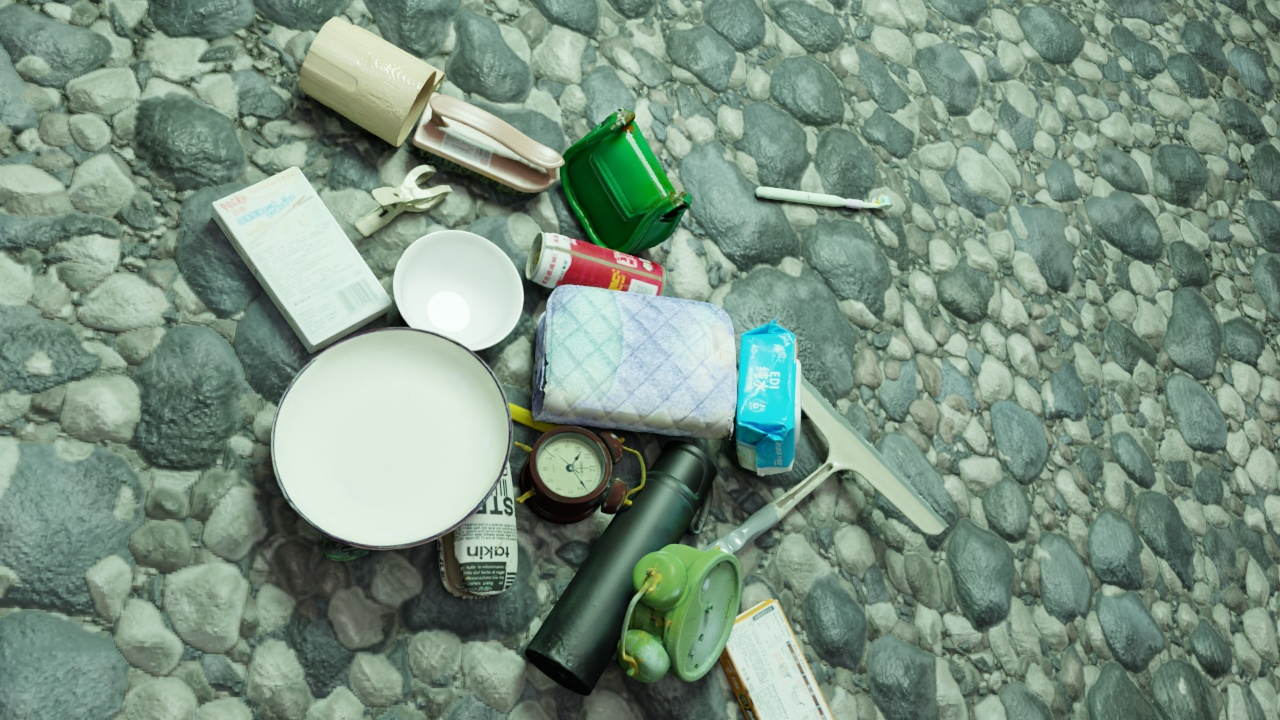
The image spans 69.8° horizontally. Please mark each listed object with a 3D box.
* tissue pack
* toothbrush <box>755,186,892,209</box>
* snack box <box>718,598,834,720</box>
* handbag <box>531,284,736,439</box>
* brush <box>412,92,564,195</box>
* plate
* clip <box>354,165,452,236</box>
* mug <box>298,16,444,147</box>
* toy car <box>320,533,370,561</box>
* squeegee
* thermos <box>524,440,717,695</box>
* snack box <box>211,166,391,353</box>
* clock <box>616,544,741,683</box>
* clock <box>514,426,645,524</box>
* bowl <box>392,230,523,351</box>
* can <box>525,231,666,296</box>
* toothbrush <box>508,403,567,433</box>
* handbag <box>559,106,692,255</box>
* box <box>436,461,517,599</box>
[{"bbox_3d":[0.130,0.039,0.926,0.063,0.090,0.139,1,54,10],"label":"tissue pack"},{"bbox_3d":[0.223,-0.198,1.115,0.189,0.029,0.020,0,112,-23],"label":"toothbrush"},{"bbox_3d":[0.131,0.316,0.881,0.075,0.026,0.153,-21,81,-29],"label":"snack box"},{"bbox_3d":[-0.005,0.005,0.891,0.193,0.076,0.134,7,62,-13],"label":"handbag"},{"bbox_3d":[-0.150,-0.213,0.919,0.145,0.073,0.063,22,63,-18],"label":"brush"},{"bbox_3d":[-0.203,0.065,0.762,0.192,0.039,0.192,3,65,-6],"label":"plate"},{"bbox_3d":[-0.227,-0.156,0.884,0.034,0.060,0.096,50,48,-2],"label":"clip"},{"bbox_3d":[-0.258,-0.280,0.897,0.103,0.084,0.124,28,38,-12],"label":"mug"},{"bbox_3d":[-0.250,0.124,0.770,0.043,0.036,0.091,-5,66,-23],"label":"toy car"},{"bbox_3d":[0.141,0.151,0.939,0.246,0.039,0.246,-33,69,-24],"label":"squeegee"},{"bbox_3d":[-0.004,0.190,0.846,0.090,0.069,0.241,53,57,-25],"label":"thermos"},{"bbox_3d":[-0.305,-0.092,0.830,0.084,0.027,0.157,-35,88,-30],"label":"snack box"},{"bbox_3d":[0.031,0.219,0.804,0.161,0.056,0.116,4,97,-58],"label":"clock"},{"bbox_3d":[-0.055,0.104,0.846,0.122,0.055,0.082,1,62,-13],"label":"clock"},{"bbox_3d":[-0.174,-0.054,0.854,0.118,0.065,0.118,8,68,-21],"label":"bowl"},{"bbox_3d":[-0.045,-0.088,0.920,0.132,0.053,0.053,14,66,-22],"label":"can"},{"bbox_3d":[-0.142,0.038,0.863,0.190,0.017,0.015,24,63,-15],"label":"toothbrush"},{"bbox_3d":[-0.016,-0.180,0.941,0.067,0.120,0.131,-27,82,-36],"label":"handbag"},{"bbox_3d":[-0.151,0.130,0.817,0.074,0.077,0.163,6,66,-44],"label":"box"}]
